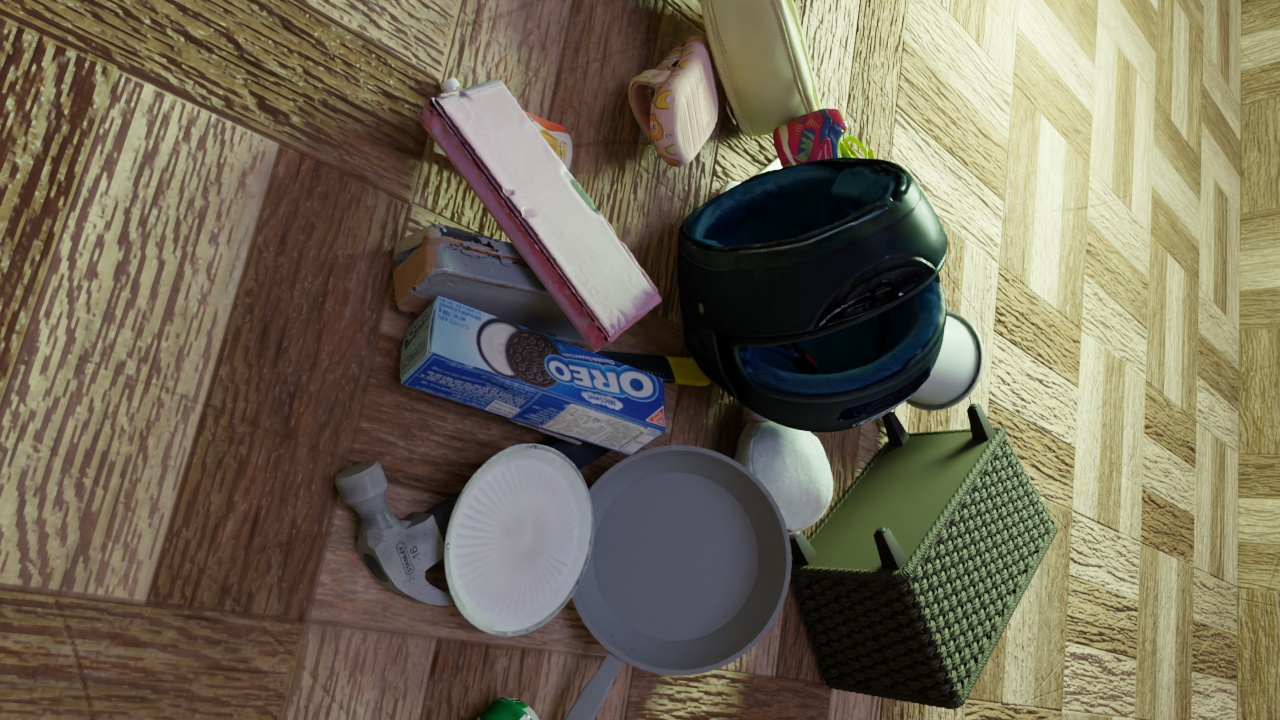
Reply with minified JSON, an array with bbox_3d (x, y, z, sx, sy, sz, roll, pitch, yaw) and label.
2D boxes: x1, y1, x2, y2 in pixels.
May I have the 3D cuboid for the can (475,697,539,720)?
[{"bbox_3d":[-0.125,0.317,0.727,0.100,0.053,0.053,-40,113,-38],"label":"can"}]

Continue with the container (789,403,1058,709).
[{"bbox_3d":[0.326,0.209,1.086,0.319,0.177,0.205,-39,109,-39],"label":"container"}]

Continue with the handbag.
[{"bbox_3d":[0.118,-0.350,0.959,0.232,0.089,0.190,32,49,-65],"label":"handbag"}]

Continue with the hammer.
[{"bbox_3d":[-0.100,0.093,0.786,0.311,0.035,0.139,-30,108,-41],"label":"hammer"}]

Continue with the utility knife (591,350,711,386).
[{"bbox_3d":[-0.005,0.005,0.892,0.212,0.020,0.028,7,80,-44],"label":"utility knife"}]

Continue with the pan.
[{"bbox_3d":[-0.009,0.242,0.814,0.201,0.051,0.356,33,83,2],"label":"pan"}]

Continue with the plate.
[{"bbox_3d":[-0.098,0.146,0.753,0.156,0.014,0.157,-2,93,-46],"label":"plate"}]

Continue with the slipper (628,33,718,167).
[{"bbox_3d":[0.028,-0.253,0.909,0.196,0.082,0.093,-72,154,-49],"label":"slipper"}]

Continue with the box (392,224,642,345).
[{"bbox_3d":[-0.098,-0.059,0.769,0.216,0.081,0.062,10,63,-42],"label":"box"}]

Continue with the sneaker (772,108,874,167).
[{"bbox_3d":[0.228,-0.165,1.012,0.242,0.091,0.116,57,21,-36],"label":"sneaker"}]

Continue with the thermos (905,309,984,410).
[{"bbox_3d":[0.316,-0.010,1.117,0.221,0.132,0.131,8,81,-44],"label":"thermos"}]

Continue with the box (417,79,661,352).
[{"bbox_3d":[-0.077,-0.120,0.738,0.233,0.037,0.097,54,37,-2],"label":"box"}]

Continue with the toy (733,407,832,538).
[{"bbox_3d":[0.151,0.097,0.986,0.139,0.102,0.179,38,43,-48],"label":"toy"}]

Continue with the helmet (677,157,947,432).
[{"bbox_3d":[0.172,-0.049,0.867,0.249,0.316,0.236,-26,109,-8],"label":"helmet"}]

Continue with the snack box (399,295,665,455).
[{"bbox_3d":[-0.083,0.018,0.762,0.226,0.060,0.059,22,49,-30],"label":"snack box"}]

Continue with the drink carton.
[{"bbox_3d":[-0.121,-0.193,0.796,0.122,0.039,0.069,14,77,-36],"label":"drink carton"}]

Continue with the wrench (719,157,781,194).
[{"bbox_3d":[0.172,-0.238,1.090,0.272,0.009,0.047,-43,115,-37],"label":"wrench"}]
